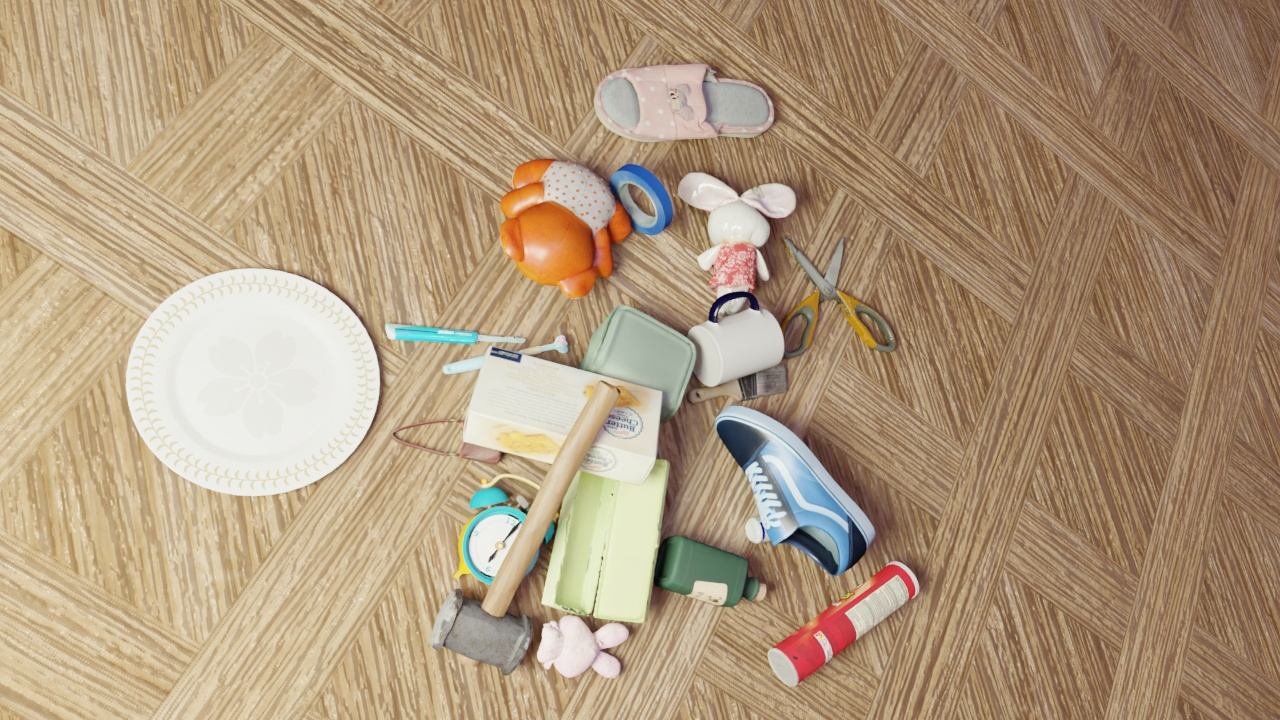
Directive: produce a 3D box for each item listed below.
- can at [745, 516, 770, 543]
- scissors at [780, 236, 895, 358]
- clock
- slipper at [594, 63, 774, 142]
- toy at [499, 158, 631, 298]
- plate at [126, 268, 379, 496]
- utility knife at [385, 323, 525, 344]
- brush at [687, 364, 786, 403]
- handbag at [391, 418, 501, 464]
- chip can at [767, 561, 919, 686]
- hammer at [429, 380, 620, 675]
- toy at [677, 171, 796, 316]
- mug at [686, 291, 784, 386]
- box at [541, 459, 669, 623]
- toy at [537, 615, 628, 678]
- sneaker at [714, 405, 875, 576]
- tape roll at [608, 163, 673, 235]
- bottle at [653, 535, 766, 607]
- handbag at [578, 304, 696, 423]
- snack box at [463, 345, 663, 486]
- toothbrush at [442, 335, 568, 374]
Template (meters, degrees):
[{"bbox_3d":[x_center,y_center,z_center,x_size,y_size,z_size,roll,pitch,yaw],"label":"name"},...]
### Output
[{"bbox_3d":[0.178,0.205,1.145,0.095,0.032,0.032,-7,78,-25],"label":"can"},{"bbox_3d":[0.258,-0.073,1.271,0.225,0.016,0.229,47,62,-4],"label":"scissors"},{"bbox_3d":[-0.149,0.189,1.004,0.099,0.044,0.129,29,73,-14],"label":"clock"},{"bbox_3d":[0.068,-0.351,1.246,0.273,0.055,0.114,-7,78,-25],"label":"slipper"},{"bbox_3d":[-0.097,-0.156,1.105,0.163,0.093,0.172,32,52,-15],"label":"toy"},{"bbox_3d":[-0.398,0.021,0.957,0.242,0.016,0.242,7,73,-22],"label":"plate"},{"bbox_3d":[-0.210,-0.029,1.055,0.161,0.015,0.022,2,44,-25],"label":"utility knife"},{"bbox_3d":[0.127,0.034,1.184,0.151,0.012,0.039,-9,79,-25],"label":"brush"},{"bbox_3d":[-0.214,0.085,1.016,0.119,0.029,0.055,5,71,-17],"label":"handbag"},{"bbox_3d":[0.253,0.323,1.134,0.214,0.052,0.052,-26,86,-27],"label":"chip can"},{"bbox_3d":[-0.108,0.170,0.951,0.098,0.052,0.328,26,92,-15],"label":"hammer"},{"bbox_3d":[0.126,-0.154,1.203,0.159,0.084,0.194,4,76,-3],"label":"toy"},{"bbox_3d":[0.118,-0.032,1.151,0.096,0.079,0.112,-17,117,-27],"label":"mug"},{"bbox_3d":[-0.039,0.195,1.038,0.127,0.066,0.187,10,70,-5],"label":"box"},{"bbox_3d":[-0.065,0.313,1.002,0.110,0.047,0.063,18,76,-28],"label":"toy"},{"bbox_3d":[0.169,0.159,1.101,0.241,0.084,0.098,45,52,10],"label":"sneaker"},{"bbox_3d":[0.000,-0.201,1.152,0.093,0.091,0.016,46,63,0],"label":"tape roll"},{"bbox_3d":[0.087,0.253,1.075,0.131,0.061,0.061,22,70,-17],"label":"bottle"},{"bbox_3d":[-0.007,0.006,1.103,0.122,0.067,0.106,27,57,-15],"label":"handbag"},{"bbox_3d":[-0.083,0.062,1.018,0.208,0.058,0.104,15,44,-7],"label":"snack box"},{"bbox_3d":[-0.155,-0.004,1.070,0.154,0.016,0.022,-14,94,-26],"label":"toothbrush"}]
